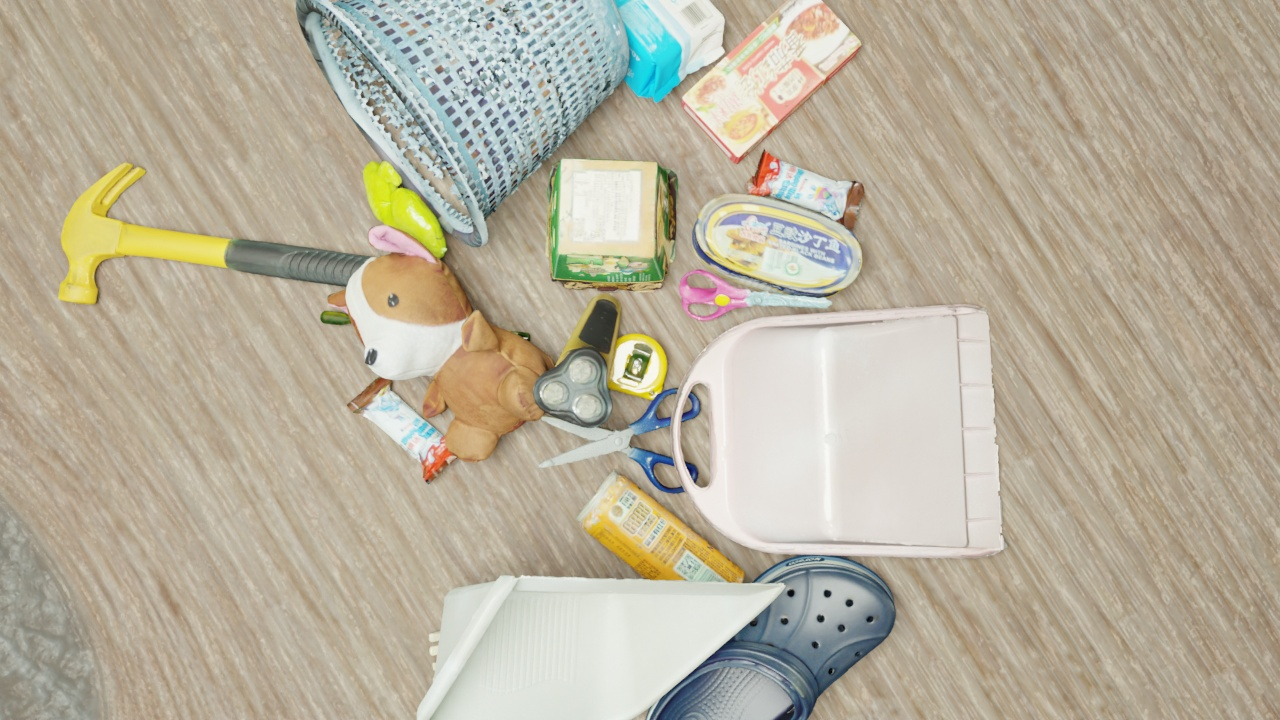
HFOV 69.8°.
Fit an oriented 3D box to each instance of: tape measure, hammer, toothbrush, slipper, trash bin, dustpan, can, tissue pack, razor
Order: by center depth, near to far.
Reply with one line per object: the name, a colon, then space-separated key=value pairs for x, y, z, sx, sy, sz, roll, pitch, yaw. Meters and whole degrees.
dustpan: x=-0.052 y=0.243 z=0.703 sx=0.222 sy=0.258 sz=0.142 roll=9 pitch=73 yaw=-30
trash bin: x=-0.125 y=-0.237 z=0.740 sx=0.194 sy=0.227 sz=0.226 roll=-39 pitch=88 yaw=-14
razor: x=-0.041 y=-0.009 z=0.752 sx=0.062 sy=0.167 sz=0.068 roll=21 pitch=121 yaw=-4
slipper: x=0.102 y=0.260 z=0.770 sx=0.253 sy=0.095 sz=0.105 roll=-40 pitch=91 yaw=2
can: x=0.017 y=0.160 z=0.789 sx=0.146 sy=0.058 sz=0.058 roll=39 pitch=88 yaw=1
tissue pack: x=0.000 y=-0.299 z=0.794 sx=0.089 sy=0.063 sz=0.140 roll=-40 pitch=89 yaw=-22
dustpan: x=0.174 y=0.059 z=0.802 sx=0.273 sy=0.139 sz=0.222 roll=5 pitch=82 yaw=-33
can: x=0.118 y=-0.099 z=0.802 sx=0.148 sy=0.049 sz=0.074 roll=17 pitch=88 yaw=1
tape measure: x=-0.005 y=0.005 z=0.809 sx=0.060 sy=0.029 sz=0.057 roll=15 pitch=87 yaw=0
hammer: x=-0.359 y=-0.095 z=0.811 sx=0.301 sy=0.033 sz=0.128 roll=8 pitch=89 yaw=0
toothbrush: x=-0.191 y=-0.029 z=0.818 sx=0.186 sy=0.017 sz=0.012 roll=6 pitch=85 yaw=-2

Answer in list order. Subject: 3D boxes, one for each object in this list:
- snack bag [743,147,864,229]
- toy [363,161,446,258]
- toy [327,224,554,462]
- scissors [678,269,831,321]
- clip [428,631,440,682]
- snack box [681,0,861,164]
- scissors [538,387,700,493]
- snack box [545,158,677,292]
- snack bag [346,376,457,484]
snack bag: x=0.146 y=-0.152 z=0.815 sx=0.105 sy=0.026 sz=0.045 roll=19 pitch=78 yaw=-2
toy: x=-0.205 y=-0.124 z=0.794 sx=0.100 sy=0.097 sz=0.031 roll=36 pitch=53 yaw=26
toy: x=-0.169 y=-0.011 z=0.757 sx=0.140 sy=0.130 sz=0.199 roll=-38 pitch=95 yaw=34
scissors: x=0.098 y=-0.053 z=0.791 sx=0.133 sy=0.017 sz=0.054 roll=5 pitch=128 yaw=19
clip: x=-0.138 y=0.251 z=0.783 sx=0.102 sy=0.094 sz=0.035 roll=-6 pitch=88 yaw=11
snack box: x=0.116 y=-0.254 z=0.819 sx=0.153 sy=0.025 sz=0.075 roll=-42 pitch=88 yaw=-1
scissors: x=-0.008 y=0.061 z=0.773 sx=0.166 sy=0.012 sz=0.154 roll=45 pitch=64 yaw=-29
snack box: x=-0.025 y=-0.121 z=0.775 sx=0.118 sy=0.105 sz=0.117 roll=2 pitch=87 yaw=-1
snack bag: x=-0.206 y=0.060 z=0.809 sx=0.104 sy=0.026 sz=0.048 roll=45 pitch=76 yaw=1
